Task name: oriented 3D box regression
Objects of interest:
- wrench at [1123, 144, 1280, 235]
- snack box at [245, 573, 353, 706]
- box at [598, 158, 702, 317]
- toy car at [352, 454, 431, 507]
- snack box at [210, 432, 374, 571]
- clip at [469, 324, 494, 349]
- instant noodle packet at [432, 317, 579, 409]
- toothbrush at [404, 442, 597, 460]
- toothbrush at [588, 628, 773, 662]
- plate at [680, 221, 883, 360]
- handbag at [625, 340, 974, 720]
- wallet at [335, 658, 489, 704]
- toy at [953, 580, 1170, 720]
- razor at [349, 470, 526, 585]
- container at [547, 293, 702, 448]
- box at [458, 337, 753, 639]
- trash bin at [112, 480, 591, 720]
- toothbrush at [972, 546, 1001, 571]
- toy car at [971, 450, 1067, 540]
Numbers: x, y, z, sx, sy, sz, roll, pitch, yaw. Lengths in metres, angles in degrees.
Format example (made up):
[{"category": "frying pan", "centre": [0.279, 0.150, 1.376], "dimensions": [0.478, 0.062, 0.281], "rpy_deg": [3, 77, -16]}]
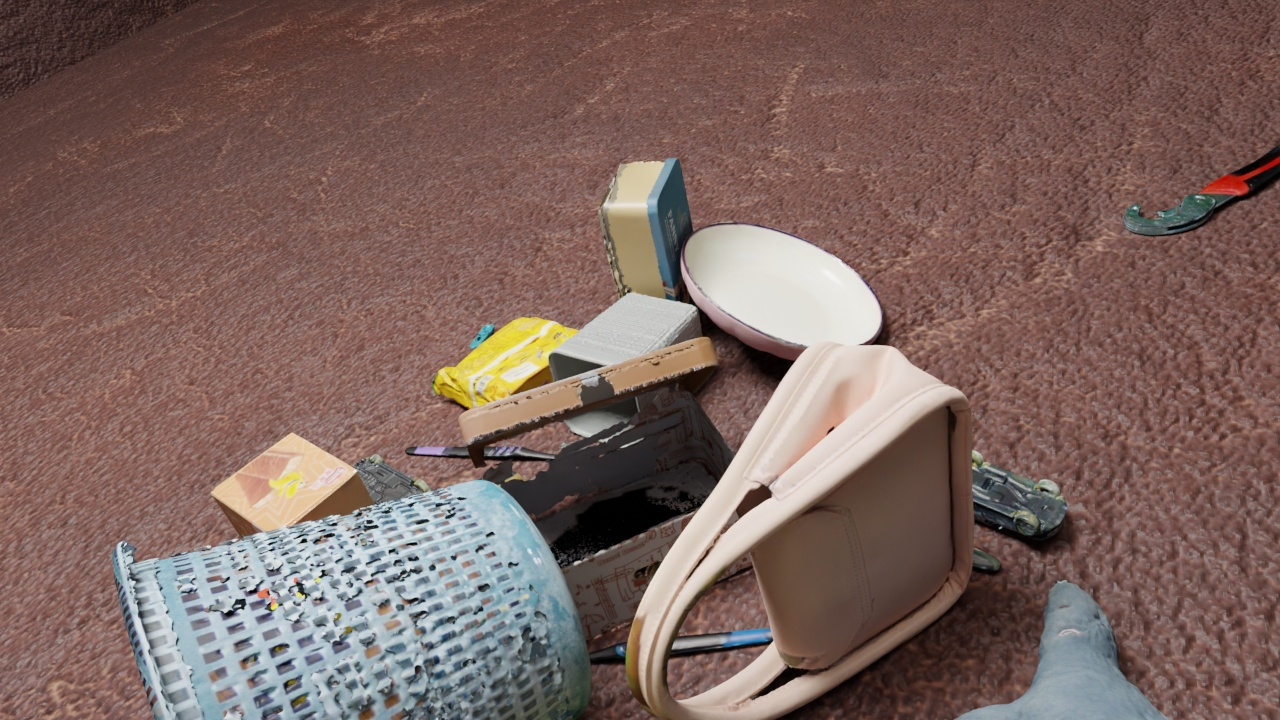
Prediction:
[{"category": "wrench", "centre": [0.591, -0.180, 0.900], "dimensions": [0.273, 0.016, 0.056], "rpy_deg": [-25, 38, -13]}, {"category": "snack box", "centre": [-0.243, 0.189, 0.632], "dimensions": [0.080, 0.091, 0.081], "rpy_deg": [10, 41, 38]}, {"category": "box", "centre": [0.013, -0.100, 0.847], "dimensions": [0.061, 0.184, 0.089], "rpy_deg": [3, 45, 18]}, {"category": "toy car", "centre": [-0.214, 0.114, 0.766], "dimensions": [0.106, 0.031, 0.048], "rpy_deg": [18, 48, 38]}, {"category": "snack box", "centre": [-0.259, 0.126, 0.714], "dimensions": [0.094, 0.093, 0.076], "rpy_deg": [19, 47, 37]}, {"category": "clip", "centre": [-0.158, -0.017, 0.930], "dimensions": [0.014, 0.040, 0.056], "rpy_deg": [-3, 31, 13]}, {"category": "instant noodle packet", "centre": [-0.119, 0.007, 0.866], "dimensions": [0.111, 0.044, 0.128], "rpy_deg": [16, 42, 43]}, {"category": "toothbrush", "centre": [-0.125, 0.078, 0.798], "dimensions": [0.189, 0.017, 0.014], "rpy_deg": [-1, 39, 20]}, {"category": "toothbrush", "centre": [0.008, 0.189, 0.608], "dimensions": [0.189, 0.016, 0.014], "rpy_deg": [-8, 42, 6]}, {"category": "plate", "centre": [0.123, -0.058, 0.831], "dimensions": [0.192, 0.039, 0.192], "rpy_deg": [13, 37, -10]}, {"category": "handbag", "centre": [0.089, 0.120, 0.532], "dimensions": [0.233, 0.193, 0.093], "rpy_deg": [-37, 41, -21]}, {"category": "wallet", "centre": [-0.145, 0.226, 0.597], "dimensions": [0.125, 0.032, 0.101], "rpy_deg": [16, 47, 31]}, {"category": "toy", "centre": [0.207, 0.235, 0.433], "dimensions": [0.138, 0.091, 0.355], "rpy_deg": [-19, 24, 44]}, {"category": "razor", "centre": [-0.155, 0.138, 0.707], "dimensions": [0.167, 0.062, 0.067], "rpy_deg": [-33, 71, -33]}, {"category": "container", "centre": [-0.005, 0.005, 0.795], "dimensions": [0.090, 0.090, 0.114], "rpy_deg": [15, 42, 32]}, {"category": "box", "centre": [-0.024, 0.065, 0.645], "dimensions": [0.182, 0.178, 0.152], "rpy_deg": [-22, 38, -10]}, {"category": "trash bin", "centre": [-0.142, 0.168, 0.498], "dimensions": [0.194, 0.227, 0.226], "rpy_deg": [-20, 35, -27]}, {"category": "toothbrush", "centre": [0.168, 0.111, 0.658], "dimensions": [0.181, 0.018, 0.015], "rpy_deg": [20, 45, 35]}, {"category": "toy car", "centre": [0.247, 0.096, 0.636], "dimensions": [0.091, 0.034, 0.042], "rpy_deg": [21, 46, 35]}]
